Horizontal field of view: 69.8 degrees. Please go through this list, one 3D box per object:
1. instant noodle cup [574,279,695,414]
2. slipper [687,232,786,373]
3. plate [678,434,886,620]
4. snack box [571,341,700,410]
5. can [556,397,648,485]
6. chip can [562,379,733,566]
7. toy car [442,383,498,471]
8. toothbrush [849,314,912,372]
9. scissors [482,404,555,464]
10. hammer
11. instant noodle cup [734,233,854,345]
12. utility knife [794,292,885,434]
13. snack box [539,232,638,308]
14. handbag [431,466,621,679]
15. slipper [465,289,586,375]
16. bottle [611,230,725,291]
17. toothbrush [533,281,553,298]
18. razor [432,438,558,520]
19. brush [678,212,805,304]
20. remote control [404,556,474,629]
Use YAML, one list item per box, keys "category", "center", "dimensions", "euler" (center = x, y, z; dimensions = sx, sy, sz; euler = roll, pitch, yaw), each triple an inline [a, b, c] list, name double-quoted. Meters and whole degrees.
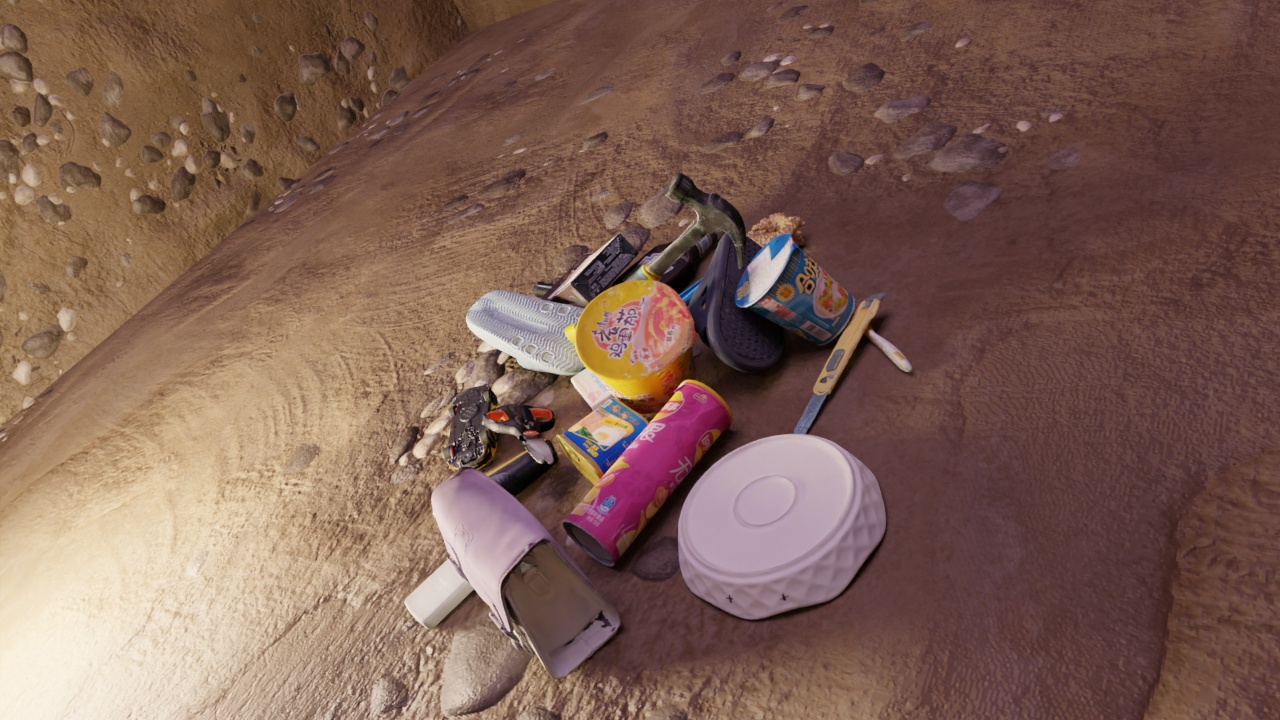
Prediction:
- category: "instant noodle cup"
  center: [0.003, -0.008, 1.085]
  dimensions: [0.138, 0.110, 0.137]
  euler: [-8, 56, 12]
- category: "slipper"
  center: [0.114, -0.060, 1.126]
  dimensions: [0.084, 0.110, 0.267]
  euler: [-46, 19, 33]
- category: "plate"
  center: [0.124, 0.145, 0.862]
  dimensions: [0.205, 0.045, 0.204]
  euler: [-21, 33, 14]
- category: "snack box"
  center: [-0.007, 0.007, 1.180]
  dimensions: [0.156, 0.027, 0.084]
  euler: [-34, 32, -6]
- category: "can"
  center: [-0.035, 0.096, 1.052]
  dimensions: [0.083, 0.057, 0.102]
  euler: [-37, 32, -15]
- category: "chip can"
  center: [0.010, 0.117, 0.970]
  dimensions: [0.071, 0.071, 0.210]
  euler: [11, 51, 47]
- category: "toy car"
  center: [-0.222, 0.090, 1.226]
  dimensions: [0.071, 0.041, 0.155]
  euler: [-24, 36, 10]
- category: "toothbrush"
  center: [0.259, -0.034, 1.031]
  dimensions: [0.018, 0.016, 0.191]
  euler: [-23, 31, -4]
- category: "scissors"
  center: [-0.119, 0.085, 1.103]
  dimensions: [0.141, 0.022, 0.235]
  euler: [-7, 14, -37]
- category: "hammer"
  center: [0.007, -0.096, 1.102]
  dimensions: [0.324, 0.126, 0.031]
  euler: [-39, 26, 47]
- category: "instant noodle cup"
  center: [0.181, -0.073, 1.043]
  dimensions: [0.099, 0.110, 0.099]
  euler: [-49, 19, 23]
- category: "utility knife"
  center: [0.216, 0.004, 1.002]
  dimensions: [0.031, 0.022, 0.210]
  euler: [-4, 52, 54]
- category: "snack box"
  center: [-0.076, -0.119, 1.324]
  dimensions: [0.113, 0.053, 0.126]
  euler: [-48, 9, -24]
- category: "handbag"
  center: [-0.123, 0.198, 0.896]
  dimensions: [0.098, 0.145, 0.197]
  euler: [-37, 31, -16]
- category: "slipper"
  center: [-0.144, -0.032, 1.300]
  dimensions: [0.246, 0.074, 0.103]
  euler: [20, 61, 31]
- category: "bottle"
  center: [0.047, -0.142, 1.326]
  dimensions: [0.080, 0.044, 0.194]
  euler: [28, 60, 38]
- category: "toothbrush"
  center: [-0.088, -0.097, 1.394]
  dimensions: [0.213, 0.026, 0.027]
  euler: [13, 39, 44]
- category: "razor"
  center: [-0.169, 0.149, 1.095]
  dimensions: [0.167, 0.062, 0.068]
  euler: [-35, 21, -19]
- category: "brush"
  center: [0.113, -0.123, 1.261]
  dimensions: [0.254, 0.046, 0.083]
  euler: [-34, 36, 1]
- category: "remote control"
  center: [-0.193, 0.232, 1.021]
  dimensions: [0.149, 0.021, 0.058]
  euler: [-42, 33, -18]
